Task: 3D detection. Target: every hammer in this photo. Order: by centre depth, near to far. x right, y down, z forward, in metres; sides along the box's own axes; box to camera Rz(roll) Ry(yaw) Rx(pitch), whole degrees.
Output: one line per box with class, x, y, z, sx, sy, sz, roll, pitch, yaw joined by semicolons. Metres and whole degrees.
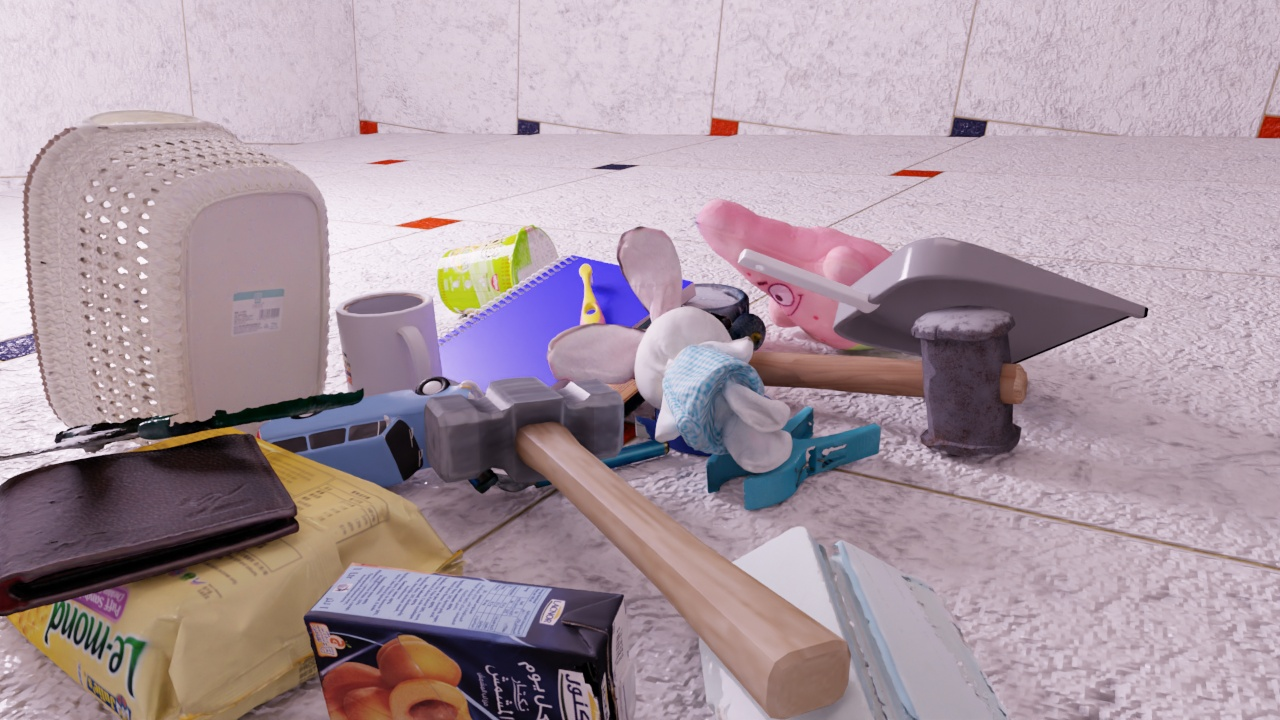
hammer;-0.012;0.073;0.457;0.117;0.051;0.323;-6;16;-26
hammer;0.121;0.008;0.696;0.329;0.098;0.052;3;20;40

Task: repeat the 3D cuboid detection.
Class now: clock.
clock;0.062;-0.030;0.837;0.090;0.052;0.129;-6;24;-9

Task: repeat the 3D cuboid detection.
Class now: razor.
razor;-0.046;0.070;0.612;0.143;0.022;0.042;-7;18;-25

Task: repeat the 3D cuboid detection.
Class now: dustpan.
dustpan;0.195;-0.043;0.663;0.257;0.033;0.163;19;-18;-7

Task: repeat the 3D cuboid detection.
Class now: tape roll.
tape roll;0.056;0.043;0.677;0.091;0.016;0.092;12;24;36

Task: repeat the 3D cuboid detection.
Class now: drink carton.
drink carton;-0.069;0.126;0.386;0.130;0.064;0.040;3;26;15

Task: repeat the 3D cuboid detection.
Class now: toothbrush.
toothbrush;-0.043;-0.047;0.797;0.021;0.016;0.135;-11;34;0

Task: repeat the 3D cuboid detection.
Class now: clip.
clip;0.087;0.060;0.615;0.113;0.028;0.126;7;21;40

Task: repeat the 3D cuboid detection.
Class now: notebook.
notebook;-0.082;-0.030;0.817;0.172;0.022;0.208;17;43;41

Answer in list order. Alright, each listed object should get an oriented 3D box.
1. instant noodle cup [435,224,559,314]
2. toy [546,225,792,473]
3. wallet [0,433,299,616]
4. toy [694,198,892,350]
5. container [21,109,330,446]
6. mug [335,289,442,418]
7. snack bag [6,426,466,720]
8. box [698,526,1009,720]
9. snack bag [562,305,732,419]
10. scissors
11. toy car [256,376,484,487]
instant noodle cup;-0.153;-0.088;0.976;0.108;0.099;0.098;-3;18;25
toy;0.043;0.006;0.619;0.105;0.131;0.205;23;12;-42
wallet;-0.230;0.068;0.424;0.119;0.031;0.099;-12;24;-30
toy;0.154;-0.073;0.805;0.236;0.096;0.192;26;-12;-2
container;-0.326;-0.049;0.675;0.143;0.246;0.184;18;24;25
mug;-0.190;0.000;0.723;0.073;0.090;0.105;-16;23;-32
snack bag;-0.231;0.098;0.484;0.248;0.068;0.159;12;25;36
box;0.088;0.144;0.357;0.125;0.075;0.197;16;21;-7
snack bag;-0.004;0.004;0.716;0.154;0.018;0.075;-40;33;-25
scissors;-0.270;0.037;0.505;0.201;0.015;0.204;-9;3;-36
toy car;-0.174;0.054;0.607;0.153;0.056;0.054;-10;38;1
